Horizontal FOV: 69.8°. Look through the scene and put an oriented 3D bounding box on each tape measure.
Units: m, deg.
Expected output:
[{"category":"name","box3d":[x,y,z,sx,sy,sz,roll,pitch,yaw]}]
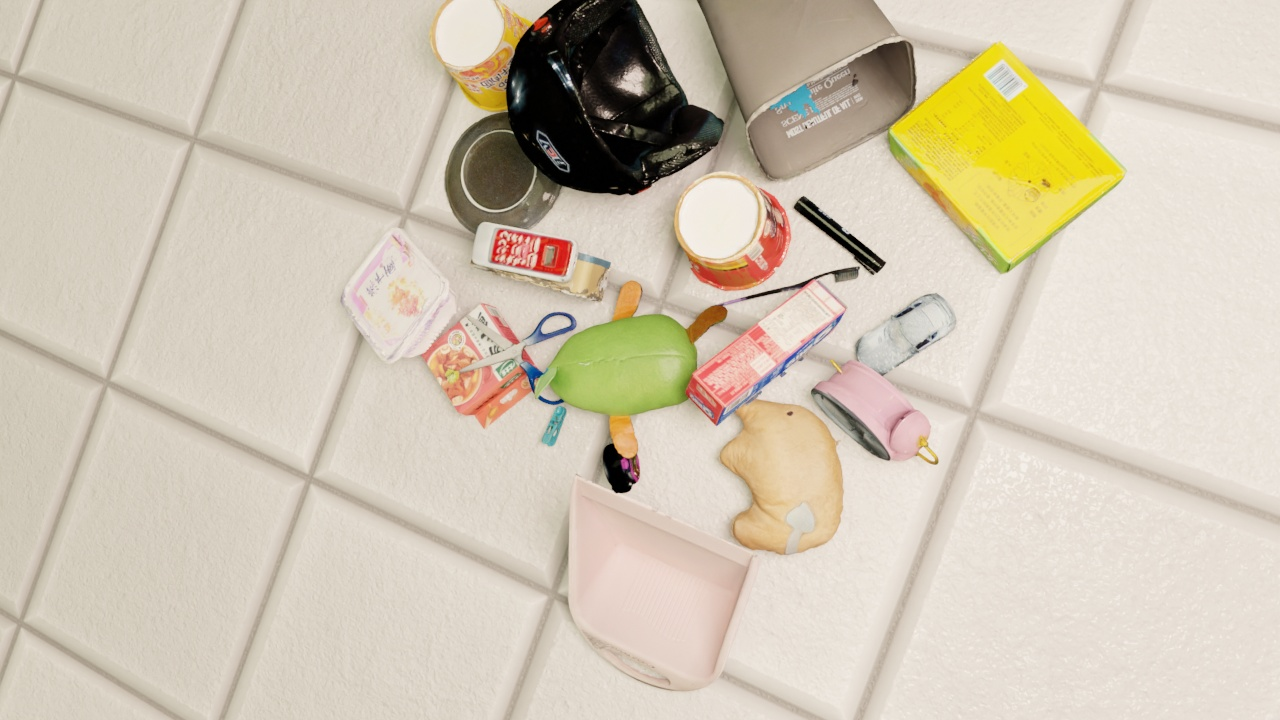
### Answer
[{"category":"tape measure","box3d":[-0.021,0.130,1.142,0.039,0.057,0.058,-12,105,14]}]

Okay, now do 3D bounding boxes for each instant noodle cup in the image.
[{"category":"instant noodle cup","box3d":[0.107,-0.161,1.103,0.138,0.108,0.138,-2,84,16]},{"category":"instant noodle cup","box3d":[-0.315,-0.081,1.227,0.138,0.060,0.173,-51,51,7]},{"category":"instant noodle cup","box3d":[-0.206,-0.418,1.221,0.138,0.109,0.138,-2,84,15]}]

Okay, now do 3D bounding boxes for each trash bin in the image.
[{"category":"trash bin","box3d":[0.181,-0.364,1.066,0.199,0.198,0.219,-26,71,11]}]

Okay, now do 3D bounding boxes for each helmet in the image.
[{"category":"helmet","box3d":[-0.049,-0.310,1.090,0.231,0.273,0.233,-16,121,35]}]

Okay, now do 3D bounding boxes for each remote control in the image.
[{"category":"remote control","box3d":[-0.143,-0.134,1.129,0.136,0.020,0.056,13,93,16]}]

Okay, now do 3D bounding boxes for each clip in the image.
[{"category":"clip","box3d":[-0.111,0.085,1.193,0.013,0.038,0.055,21,82,16]}]

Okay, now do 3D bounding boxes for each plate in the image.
[{"category":"plate","box3d":[-0.190,-0.255,1.246,0.180,0.024,0.179,-2,84,16]}]

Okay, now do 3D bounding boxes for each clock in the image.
[{"category":"clock","box3d":[0.269,0.065,1.032,0.060,0.117,0.158,-45,73,-4]}]

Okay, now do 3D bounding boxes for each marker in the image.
[{"category":"marker","box3d":[0.240,-0.152,1.109,0.132,0.020,0.022,43,98,15]}]

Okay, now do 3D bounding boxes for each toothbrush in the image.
[{"category":"toothbrush","box3d":[0.176,-0.086,1.126,0.189,0.014,0.017,-14,93,15]}]

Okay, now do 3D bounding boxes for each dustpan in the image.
[{"category":"dustpan","box3d":[0.012,0.276,1.045,0.223,0.274,0.138,20,66,20]}]

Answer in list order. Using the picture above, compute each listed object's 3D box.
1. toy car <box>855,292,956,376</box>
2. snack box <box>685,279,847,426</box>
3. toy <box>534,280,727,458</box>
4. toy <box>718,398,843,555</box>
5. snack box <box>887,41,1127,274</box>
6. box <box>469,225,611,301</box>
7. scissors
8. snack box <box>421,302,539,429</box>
[{"category":"toy car","box3d":[0.308,-0.030,1.070,0.121,0.036,0.054,-35,77,14]},{"category":"snack box","box3d":[0.147,-0.011,1.056,0.207,0.057,0.058,-37,72,-22]},{"category":"toy","box3d":[-0.007,0.007,1.131,0.247,0.090,0.226,-5,70,19]},{"category":"toy","box3d":[0.164,0.113,1.077,0.143,0.082,0.226,-10,79,6]},{"category":"snack box","box3d":[0.407,-0.227,1.039,0.158,0.070,0.210,-39,76,10]},{"category":"box","box3d":[-0.134,-0.126,1.183,0.184,0.089,0.059,18,94,14]},{"category":"scissors","box3d":[-0.148,-0.010,1.173,0.162,0.012,0.176,-44,108,-19]},{"category":"snack box","box3d":[-0.209,0.008,1.216,0.113,0.044,0.127,-39,76,10]}]
